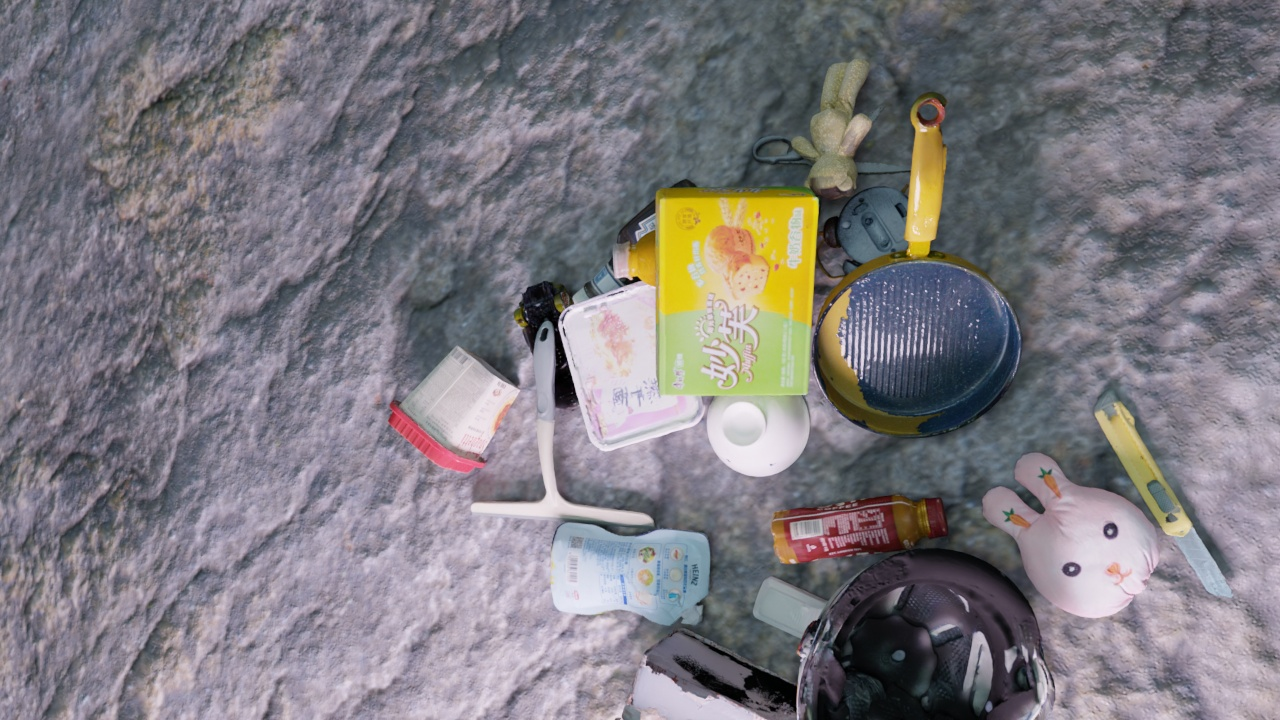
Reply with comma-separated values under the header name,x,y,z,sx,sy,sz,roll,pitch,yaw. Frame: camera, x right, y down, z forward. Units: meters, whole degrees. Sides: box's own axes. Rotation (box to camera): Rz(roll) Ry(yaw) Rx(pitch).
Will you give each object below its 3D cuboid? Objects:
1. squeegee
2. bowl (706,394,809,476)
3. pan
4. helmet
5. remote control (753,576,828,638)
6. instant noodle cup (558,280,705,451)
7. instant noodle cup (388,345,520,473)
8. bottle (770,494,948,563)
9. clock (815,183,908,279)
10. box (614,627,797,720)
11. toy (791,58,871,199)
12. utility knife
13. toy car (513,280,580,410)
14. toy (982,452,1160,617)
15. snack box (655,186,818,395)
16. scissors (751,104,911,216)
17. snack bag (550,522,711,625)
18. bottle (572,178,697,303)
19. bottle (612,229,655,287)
name,x,y,z,sx,sy,sz,roll,pitch,yaw
squeegee,-0.108,0.078,1.080,0.247,0.039,0.246,1,99,22
bowl,0.120,0.069,1.001,0.118,0.064,0.118,-1,87,21
pan,0.258,-0.076,0.854,0.198,0.078,0.358,-2,119,10
helmet,0.254,0.310,0.882,0.230,0.157,0.274,8,85,-1
remote control,0.184,0.278,0.987,0.125,0.024,0.049,20,95,21
instant noodle cup,-0.006,0.006,1.050,0.138,0.060,0.173,-18,82,11
instant noodle cup,-0.221,0.057,1.118,0.116,0.116,0.124,37,89,19
bottle,0.227,0.174,0.956,0.175,0.057,0.057,-12,83,21
clock,0.241,-0.131,0.967,0.122,0.055,0.082,-32,77,18
box,0.068,0.411,0.960,0.182,0.151,0.174,21,97,21
toy,0.212,-0.246,0.978,0.105,0.066,0.157,2,80,49
utility knife,0.497,0.127,0.877,0.031,0.022,0.216,-32,81,23
toy car,-0.101,-0.018,1.104,0.070,0.042,0.158,-17,90,23
toy,0.413,0.168,0.888,0.159,0.054,0.121,43,102,26
snack box,0.095,-0.070,0.941,0.157,0.070,0.210,-1,107,-1
scissors,0.206,-0.208,1.008,0.179,0.014,0.159,11,91,20
snack bag,-0.011,0.246,1.059,0.191,0.038,0.110,1,82,20
bottle,0.002,-0.122,1.069,0.195,0.044,0.080,-40,74,16
bottle,0.065,-0.114,1.000,0.189,0.068,0.068,-3,86,0
